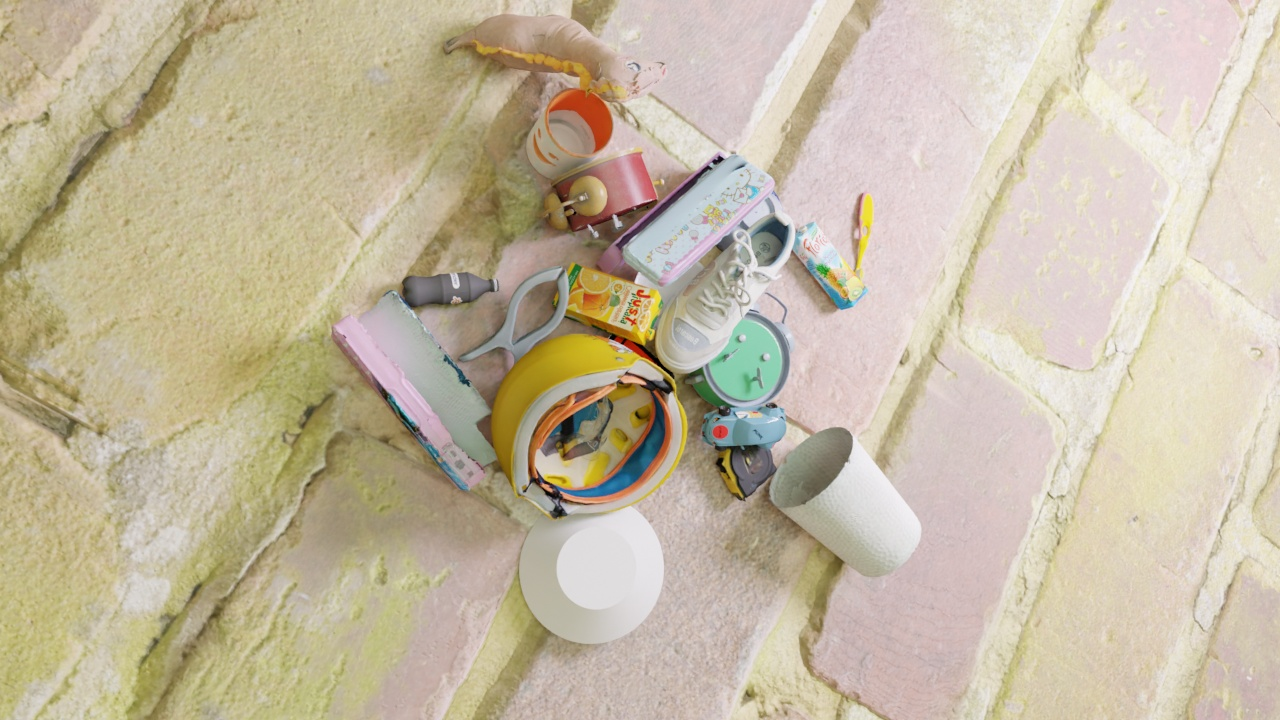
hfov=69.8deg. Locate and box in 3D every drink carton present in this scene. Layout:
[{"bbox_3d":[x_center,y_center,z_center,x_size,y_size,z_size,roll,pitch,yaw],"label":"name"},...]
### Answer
[{"bbox_3d":[0.252,-0.128,1.240,0.044,0.039,0.129,-44,100,-18],"label":"drink carton"},{"bbox_3d":[-0.036,-0.067,1.097,0.122,0.041,0.058,20,76,18],"label":"drink carton"}]

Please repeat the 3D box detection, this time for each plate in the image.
[{"bbox_3d":[-0.053,0.244,1.079,0.174,0.036,0.173,2,77,-10],"label":"plate"}]

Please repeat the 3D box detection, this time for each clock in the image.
[{"bbox_3d":[-0.050,-0.190,1.091,0.158,0.117,0.081,-26,98,-40],"label":"clock"},{"bbox_3d":[0.135,-0.015,1.168,0.122,0.075,0.161,37,75,-13],"label":"clock"}]

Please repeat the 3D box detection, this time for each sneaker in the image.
[{"bbox_3d":[0.103,-0.090,1.100,0.089,0.091,0.241,38,70,9],"label":"sneaker"}]

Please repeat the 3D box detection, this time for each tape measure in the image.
[{"bbox_3d":[0.135,0.131,1.174,0.071,0.042,0.072,-37,95,-16],"label":"tape measure"}]

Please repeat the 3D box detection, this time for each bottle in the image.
[{"bbox_3d":[-0.220,-0.084,1.067,0.109,0.036,0.036,-6,87,-20],"label":"bottle"}]

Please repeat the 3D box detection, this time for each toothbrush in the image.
[{"bbox_3d":[0.311,-0.172,1.278,0.021,0.016,0.135,10,82,-14],"label":"toothbrush"}]

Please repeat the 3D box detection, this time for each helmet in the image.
[{"bbox_3d":[-0.069,0.064,1.049,0.209,0.139,0.240,-49,140,5],"label":"helmet"}]

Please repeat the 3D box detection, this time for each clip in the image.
[{"bbox_3d":[-0.129,-0.034,1.074,0.090,0.027,0.162,43,97,-13],"label":"clip"}]

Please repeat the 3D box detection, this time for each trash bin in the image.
[{"bbox_3d":[0.268,0.187,1.175,0.161,0.133,0.133,45,72,-16],"label":"trash bin"}]

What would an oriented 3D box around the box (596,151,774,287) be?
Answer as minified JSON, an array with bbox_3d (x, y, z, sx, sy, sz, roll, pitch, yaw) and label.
[{"bbox_3d":[0.052,-0.177,1.118,0.213,0.140,0.062,-44,127,-21],"label":"box"}]

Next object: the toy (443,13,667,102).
[{"bbox_3d":[-0.099,-0.339,1.044,0.196,0.264,0.065,-20,132,-16],"label":"toy"}]

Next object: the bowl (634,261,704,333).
[{"bbox_3d":[0.037,-0.079,1.157,0.109,0.041,0.110,2,83,-19],"label":"bowl"}]

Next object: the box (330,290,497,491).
[{"bbox_3d":[-0.238,0.031,1.024,0.090,0.085,0.230,-40,99,-17],"label":"box"}]

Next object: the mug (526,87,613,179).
[{"bbox_3d":[-0.086,-0.268,1.095,0.082,0.105,0.082,2,84,-20],"label":"mug"}]

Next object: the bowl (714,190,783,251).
[{"bbox_3d":[0.144,-0.192,1.204,0.114,0.045,0.114,2,84,-20],"label":"bowl"}]

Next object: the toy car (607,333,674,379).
[{"bbox_3d":[-0.007,0.007,1.129,0.100,0.049,0.051,43,73,-11],"label":"toy car"}]

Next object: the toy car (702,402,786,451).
[{"bbox_3d":[0.131,0.085,1.129,0.107,0.027,0.060,-2,113,-14],"label":"toy car"}]
